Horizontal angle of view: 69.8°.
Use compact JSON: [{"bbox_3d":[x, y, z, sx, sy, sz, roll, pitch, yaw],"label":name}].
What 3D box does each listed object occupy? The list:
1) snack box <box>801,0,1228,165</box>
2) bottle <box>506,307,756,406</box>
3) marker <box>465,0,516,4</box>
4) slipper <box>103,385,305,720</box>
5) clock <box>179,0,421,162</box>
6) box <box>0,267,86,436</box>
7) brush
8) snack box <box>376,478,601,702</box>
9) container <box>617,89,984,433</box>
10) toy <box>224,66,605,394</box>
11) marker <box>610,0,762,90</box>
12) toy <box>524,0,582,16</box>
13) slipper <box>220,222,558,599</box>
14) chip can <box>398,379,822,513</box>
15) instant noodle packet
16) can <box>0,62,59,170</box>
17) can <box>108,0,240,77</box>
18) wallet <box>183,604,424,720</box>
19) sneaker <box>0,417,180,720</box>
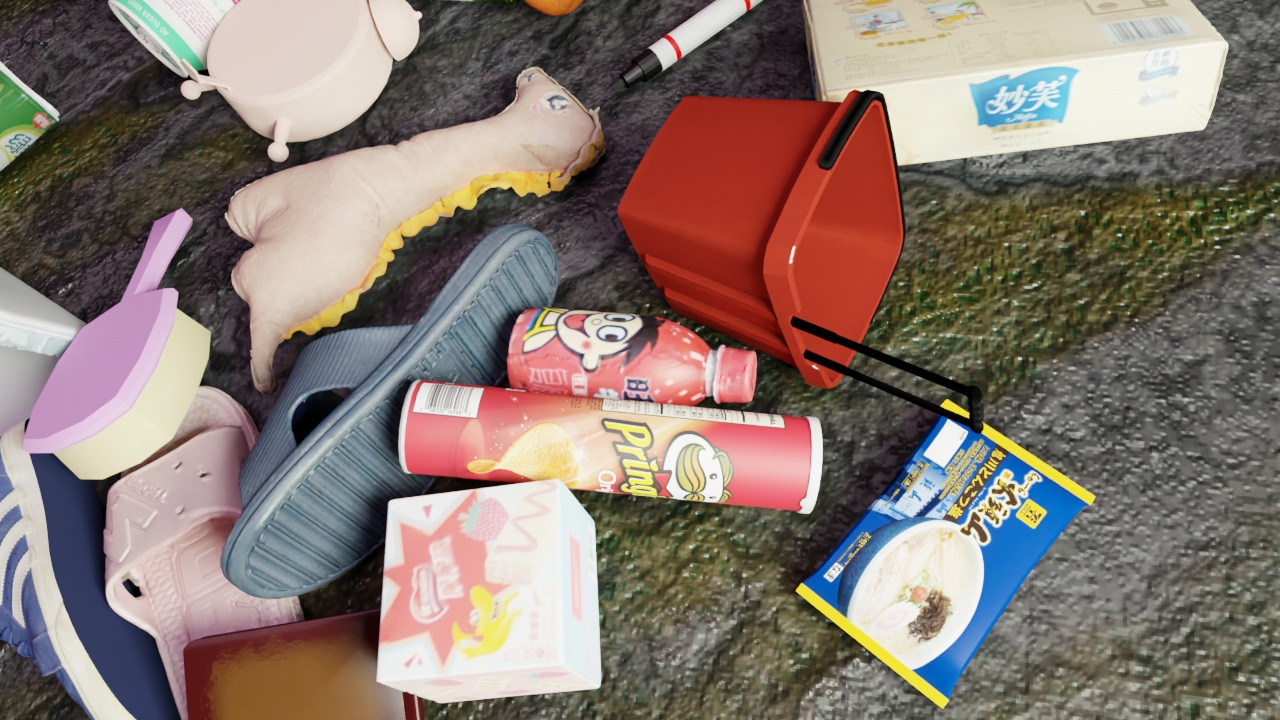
[{"bbox_3d":[0.207,-0.185,0.554,0.207,0.055,0.153,-5,42,10],"label":"snack box"},{"bbox_3d":[-0.003,0.003,0.529,0.138,0.062,0.061,4,65,15],"label":"bottle"},{"bbox_3d":[-0.167,-0.299,0.740,0.146,0.017,0.017,9,66,17],"label":"marker"},{"bbox_3d":[-0.257,0.114,0.529,0.094,0.064,0.239,-29,63,-3],"label":"slipper"},{"bbox_3d":[-0.262,-0.241,0.699,0.131,0.086,0.160,35,69,25],"label":"clock"},{"bbox_3d":[-0.476,-0.031,0.625,0.211,0.106,0.129,20,73,21],"label":"box"},{"bbox_3d":[-0.329,-0.021,0.611,0.089,0.043,0.228,-22,41,12],"label":"brush"},{"bbox_3d":[-0.076,0.121,0.476,0.095,0.079,0.092,-8,62,9],"label":"snack box"},{"bbox_3d":[0.103,-0.056,0.487,0.201,0.148,0.126,20,71,30],"label":"container"},{"bbox_3d":[-0.145,-0.095,0.616,0.264,0.065,0.196,-13,70,-2],"label":"toy"},{"bbox_3d":[0.038,-0.237,0.663,0.145,0.019,0.019,-37,62,-7],"label":"marker"},{"bbox_3d":[-0.028,-0.325,0.687,0.175,0.096,0.112,-29,61,-16],"label":"toy"},{"bbox_3d":[-0.151,0.018,0.541,0.082,0.101,0.263,24,65,30],"label":"slipper"},{"bbox_3d":[-0.016,0.045,0.488,0.215,0.052,0.051,6,65,0],"label":"chip can"},{"bbox_3d":[0.156,0.094,0.470,0.087,0.026,0.134,37,77,22],"label":"instant noodle packet"},{"bbox_3d":[-0.537,-0.180,0.732,0.067,0.067,0.120,34,75,25],"label":"can"},{"bbox_3d":[-0.337,-0.314,0.743,0.088,0.088,0.165,34,75,24],"label":"can"},{"bbox_3d":[-0.174,0.178,0.481,0.115,0.018,0.091,-8,80,-8],"label":"wallet"},{"bbox_3d":[-0.363,0.148,0.519,0.118,0.091,0.233,-34,61,-11],"label":"sneaker"}]
